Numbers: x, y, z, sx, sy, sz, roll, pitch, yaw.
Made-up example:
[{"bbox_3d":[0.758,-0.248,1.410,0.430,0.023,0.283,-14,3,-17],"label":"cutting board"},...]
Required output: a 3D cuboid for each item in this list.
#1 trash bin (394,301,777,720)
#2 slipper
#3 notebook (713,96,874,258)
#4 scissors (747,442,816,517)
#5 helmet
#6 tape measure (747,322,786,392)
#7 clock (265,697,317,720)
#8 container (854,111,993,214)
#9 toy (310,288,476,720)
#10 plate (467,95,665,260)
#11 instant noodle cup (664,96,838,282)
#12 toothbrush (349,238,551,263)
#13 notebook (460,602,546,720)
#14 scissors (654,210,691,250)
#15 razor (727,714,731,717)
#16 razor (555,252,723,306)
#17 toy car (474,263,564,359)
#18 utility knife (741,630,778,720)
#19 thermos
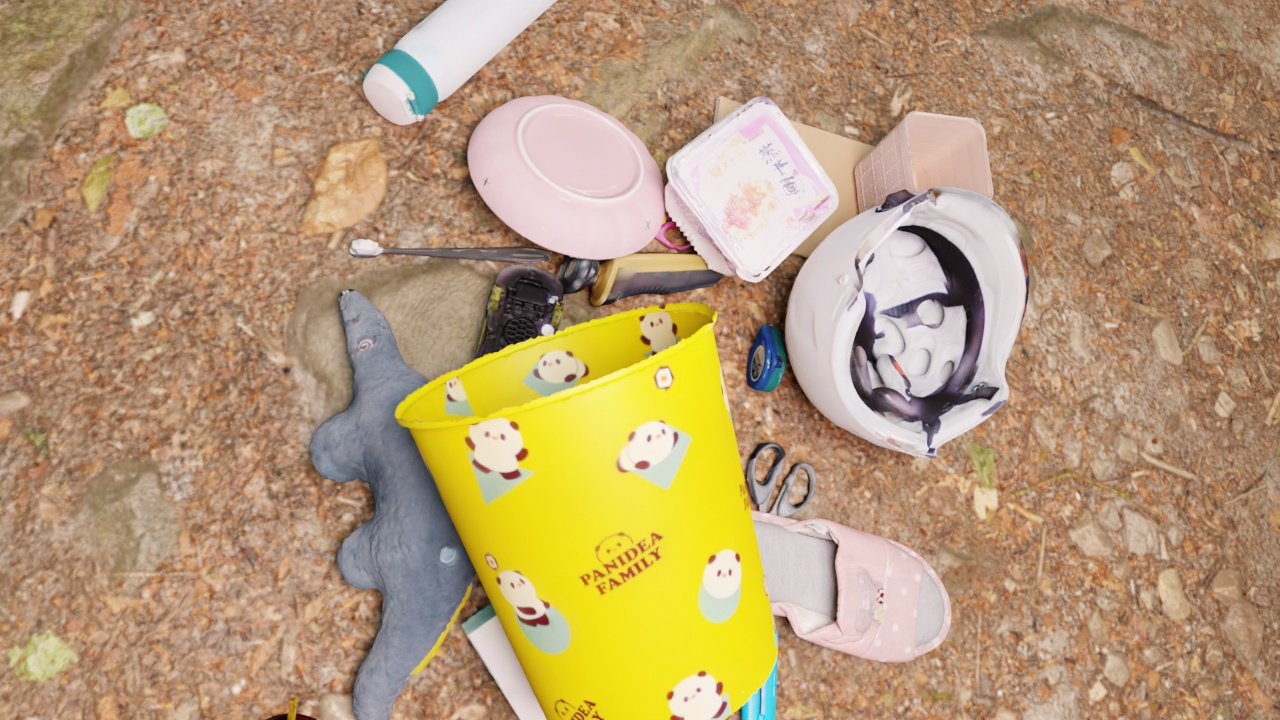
[{"bbox_3d":[-0.021,0.114,0.660,0.229,0.230,0.255,-23,103,-21],"label":"trash bin"},{"bbox_3d":[0.173,0.198,0.819,0.274,0.055,0.114,20,72,-17],"label":"slipper"},{"bbox_3d":[0.168,-0.179,0.956,0.211,0.012,0.149,13,73,-13],"label":"notebook"},{"bbox_3d":[0.101,0.152,0.838,0.172,0.014,0.142,-22,84,-25],"label":"scissors"},{"bbox_3d":[0.233,-0.039,0.857,0.258,0.146,0.229,-45,115,-26],"label":"helmet"},{"bbox_3d":[0.121,0.002,0.868,0.025,0.055,0.058,10,40,-11],"label":"tape measure"},{"bbox_3d":[-0.268,0.313,0.664,0.082,0.055,0.121,38,70,-4],"label":"clock"},{"bbox_3d":[0.279,-0.181,0.924,0.089,0.111,0.090,1,76,-17],"label":"container"},{"bbox_3d":[-0.185,0.102,0.737,0.138,0.091,0.356,-12,77,7],"label":"toy"},{"bbox_3d":[-0.059,-0.178,0.839,0.192,0.039,0.192,14,52,-18],"label":"plate"},{"bbox_3d":[0.097,-0.157,0.872,0.138,0.061,0.173,52,53,-7],"label":"instant noodle cup"},{"bbox_3d":[-0.169,-0.099,0.831,0.181,0.018,0.015,1,72,-18],"label":"toothbrush"},{"bbox_3d":[-0.025,0.225,0.775,0.208,0.012,0.150,-31,84,-28],"label":"notebook"},{"bbox_3d":[-0.008,-0.129,0.889,0.135,0.017,0.064,-10,88,-15],"label":"scissors"},{"bbox_3d":[0.015,0.313,0.766,0.142,0.022,0.042,-16,51,-17],"label":"razor"},{"bbox_3d":[0.004,-0.087,0.860,0.167,0.062,0.067,-5,89,-24],"label":"razor"},{"bbox_3d":[-0.109,-0.008,0.808,0.070,0.042,0.158,15,76,-13],"label":"toy car"},{"bbox_3d":[0.101,0.337,0.790,0.034,0.018,0.202,7,75,-15],"label":"utility knife"},{"bbox_3d":[-0.166,-0.309,0.864,0.073,0.073,0.223,41,68,-2],"label":"thermos"}]
